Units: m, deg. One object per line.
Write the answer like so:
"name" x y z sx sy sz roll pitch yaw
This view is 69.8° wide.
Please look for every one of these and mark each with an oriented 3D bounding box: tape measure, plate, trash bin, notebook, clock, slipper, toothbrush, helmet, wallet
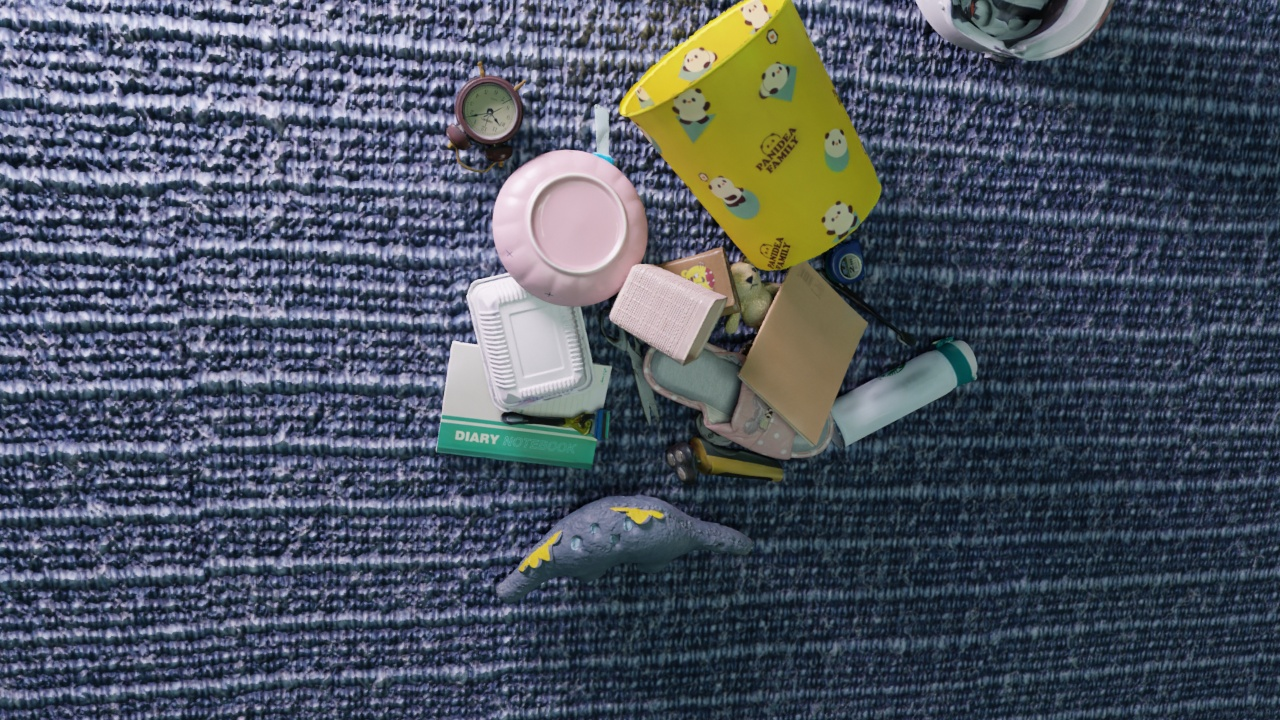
"tape measure" 0.273 -0.130 1.230 0.054 0.025 0.058 -17 100 -17
"plate" -0.079 -0.162 1.103 0.192 0.039 0.192 1 88 -17
"trash bin" 0.141 -0.261 1.079 0.229 0.229 0.255 -40 114 0
"notebook" 0.215 -0.017 1.191 0.149 0.012 0.211 42 59 -22
"clock" -0.182 -0.283 1.085 0.082 0.055 0.122 18 101 -16
"slipper" 0.131 0.047 1.188 0.274 0.054 0.114 26 93 -9
"notebook" -0.152 0.062 1.201 0.209 0.012 0.150 8 103 -14
"toothbrush" 0.309 -0.072 1.261 0.181 0.018 0.015 35 80 -15
"helmet" 0.435 -0.479 1.117 0.258 0.146 0.229 11 103 -22
"wallet" 0.063 -0.089 1.173 0.115 0.033 0.090 -13 100 16

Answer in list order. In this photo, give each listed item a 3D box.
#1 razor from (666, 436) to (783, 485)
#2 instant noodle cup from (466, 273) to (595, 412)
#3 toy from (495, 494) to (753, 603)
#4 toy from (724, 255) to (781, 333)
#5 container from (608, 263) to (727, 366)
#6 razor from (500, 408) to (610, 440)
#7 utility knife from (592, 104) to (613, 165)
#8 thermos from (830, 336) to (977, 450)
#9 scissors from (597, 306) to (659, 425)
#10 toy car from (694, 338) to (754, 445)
"razor" 0.118 0.144 1.256 0.167 0.062 0.067 11 70 -19
"instant noodle cup" -0.132 -0.026 1.147 0.138 0.060 0.173 -14 102 -11
"toy" -0.022 0.244 1.233 0.356 0.091 0.138 -8 117 -8
"toy" 0.161 -0.061 1.202 0.105 0.066 0.157 -39 98 -11
"container" 0.032 -0.061 1.122 0.111 0.089 0.090 29 104 12
"razor" -0.111 0.080 1.196 0.142 0.022 0.042 5 80 -11
"utility knife" -0.046 -0.216 1.150 0.034 0.018 0.203 -4 103 -10
"thermos" 0.359 0.041 1.273 0.224 0.073 0.073 -27 107 -5
"scissors" 0.004 0.000 1.216 0.173 0.014 0.142 37 95 -18
"toy car" 0.133 0.043 1.236 0.070 0.042 0.158 38 88 -10
